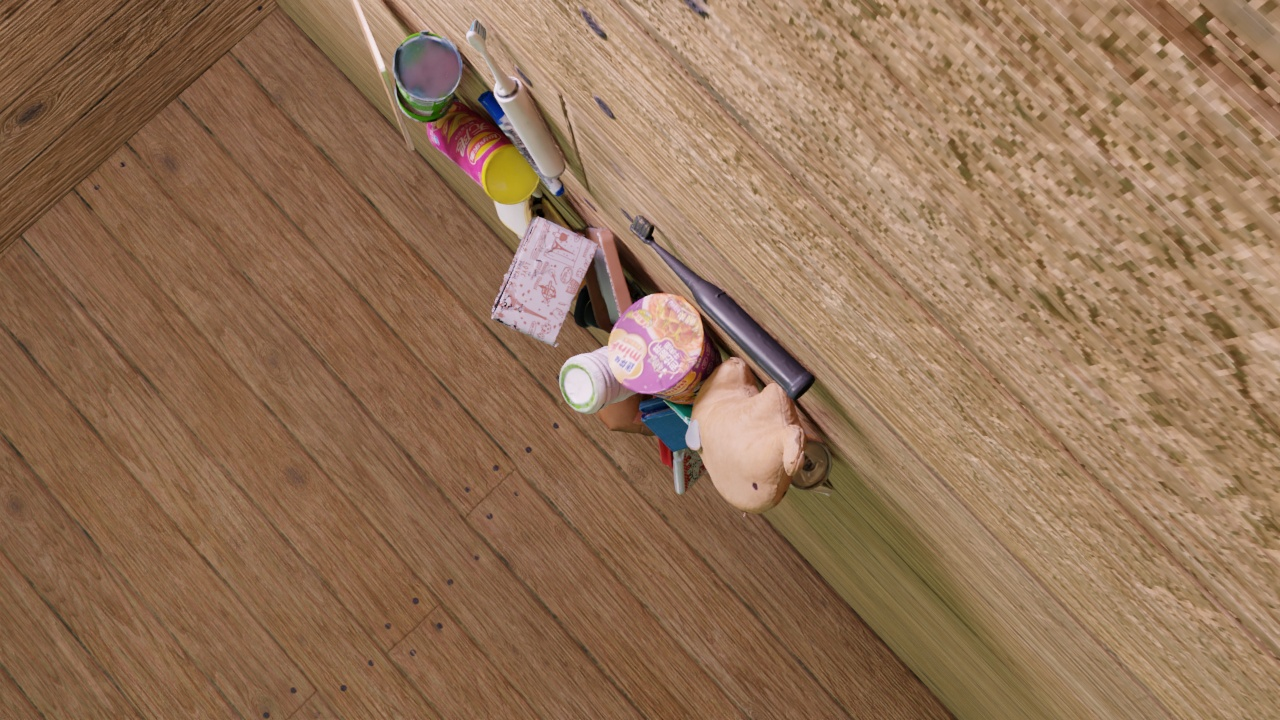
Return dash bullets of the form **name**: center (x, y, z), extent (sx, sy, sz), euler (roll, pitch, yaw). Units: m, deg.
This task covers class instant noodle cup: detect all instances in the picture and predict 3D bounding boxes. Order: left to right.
- **instant noodle cup**: center (0.035, -0.004, 1.006), extent (0.111, 0.111, 0.099), euler (45, -175, 33)

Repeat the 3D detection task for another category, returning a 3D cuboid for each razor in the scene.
- **razor**: center (-0.014, -0.052, 1.219), extent (0.168, 0.062, 0.067), euler (22, -163, 31)

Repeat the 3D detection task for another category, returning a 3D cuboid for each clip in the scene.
- **clip**: center (0.000, -0.083, 1.217), extent (0.056, 0.028, 0.024), euler (38, -175, -39)

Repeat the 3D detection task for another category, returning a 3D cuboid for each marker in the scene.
- **marker**: center (-0.129, -0.236, 1.012), extent (0.146, 0.017, 0.017), euler (50, 176, -39)

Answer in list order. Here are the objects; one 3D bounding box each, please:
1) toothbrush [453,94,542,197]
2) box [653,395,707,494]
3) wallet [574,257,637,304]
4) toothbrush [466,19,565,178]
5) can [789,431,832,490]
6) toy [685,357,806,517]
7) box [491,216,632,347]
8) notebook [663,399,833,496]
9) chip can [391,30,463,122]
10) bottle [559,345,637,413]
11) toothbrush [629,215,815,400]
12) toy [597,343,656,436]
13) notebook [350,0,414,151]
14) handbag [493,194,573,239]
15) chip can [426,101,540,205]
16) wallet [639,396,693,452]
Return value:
- **toothbrush**: center (-0.198, -0.291, 1.234), extent (0.191, 0.016, 0.018), euler (47, 168, 0)
- **box**: center (0.063, 0.118, 1.456), extent (0.099, 0.095, 0.202), euler (-68, -23, -50)
- **wallet**: center (-0.082, -0.119, 1.278), extent (0.131, 0.035, 0.119), euler (12, 150, 36)
- **toothbrush**: center (-0.109, -0.226, 0.818), extent (0.027, 0.026, 0.221), euler (6, 164, 14)
- **can**: center (0.153, 0.094, 1.016), extent (0.058, 0.058, 0.146), euler (48, 176, -21)
- **toy**: center (0.116, 0.086, 0.913), extent (0.226, 0.082, 0.143), euler (-141, 48, -66)
- **box**: center (-0.073, -0.089, 1.099), extent (0.168, 0.151, 0.182), euler (25, -176, -12)
- **notebook**: center (0.136, 0.108, 1.142), extent (0.209, 0.012, 0.150), euler (18, -161, -47)
- **chip can**: center (-0.240, -0.312, 1.028), extent (0.072, 0.072, 0.236), euler (48, 176, -17)
- **bottle**: center (-0.006, 0.006, 1.089), extent (0.196, 0.068, 0.068), euler (-20, -123, -46)
- **toothbrush**: center (0.063, -0.049, 0.772), extent (0.212, 0.026, 0.027), euler (47, 142, 18)
- **toy**: center (0.000, 0.020, 1.342), extent (0.140, 0.130, 0.200), euler (-119, 22, -46)
- **notebook**: center (-0.306, -0.360, 1.039), extent (0.148, 0.008, 0.207), euler (93, 153, -69)
- **handbag**: center (-0.177, -0.231, 1.335), extent (0.179, 0.063, 0.163), euler (54, 171, -36)
- **chip can**: center (-0.197, -0.259, 1.126), extent (0.071, 0.071, 0.210), euler (50, 176, -42)
- **wallet**: center (0.077, 0.077, 1.275), extent (0.106, 0.133, 0.040), euler (48, -146, -37)
